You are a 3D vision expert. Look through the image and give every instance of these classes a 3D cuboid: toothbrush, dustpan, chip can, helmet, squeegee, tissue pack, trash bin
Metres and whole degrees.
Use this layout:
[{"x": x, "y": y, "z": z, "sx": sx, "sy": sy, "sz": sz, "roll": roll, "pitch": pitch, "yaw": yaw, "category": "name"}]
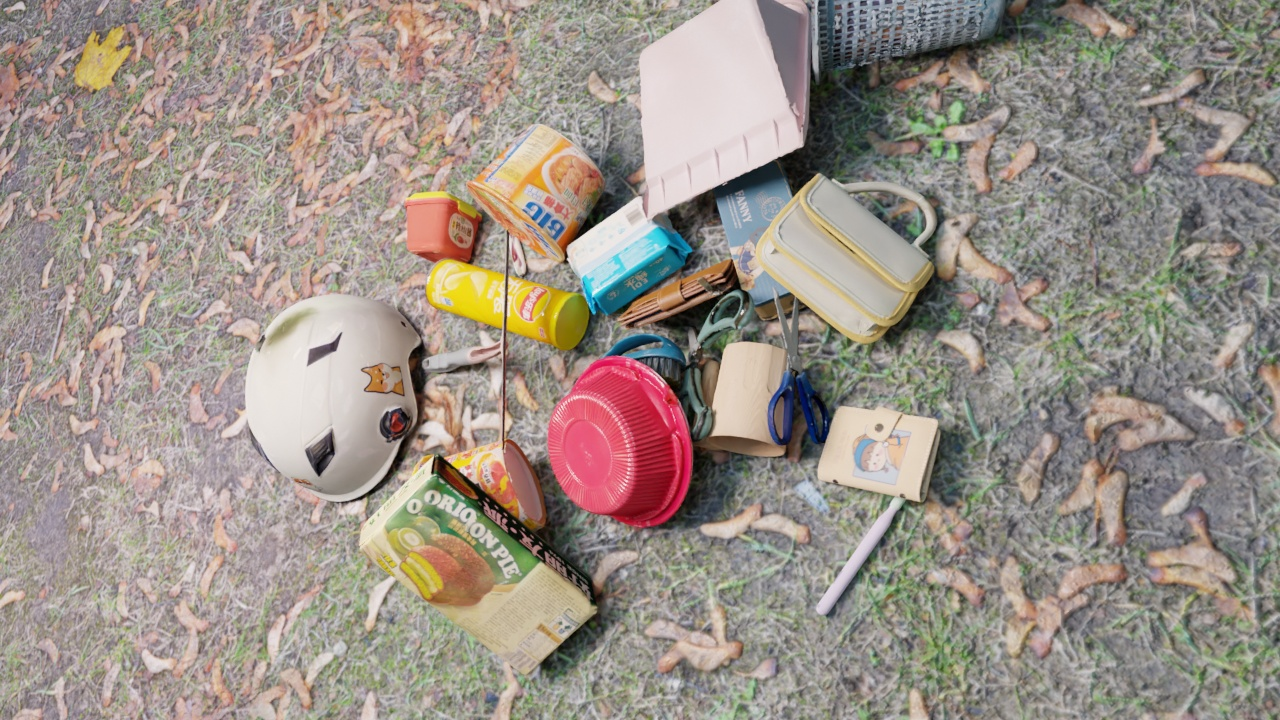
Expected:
[{"x": -0.178, "y": -0.192, "z": 1.222, "sx": 0.016, "sy": 0.017, "sz": 0.187, "roll": -24, "pitch": 64, "yaw": 17, "category": "toothbrush"}, {"x": 0.112, "y": -0.308, "z": 1.066, "sx": 0.223, "sy": 0.138, "sz": 0.273, "roll": -15, "pitch": 77, "yaw": 39, "category": "dustpan"}, {"x": -0.169, "y": -0.074, "z": 1.148, "sx": 0.214, "sy": 0.072, "sz": 0.072, "roll": 18, "pitch": 82, "yaw": 29, "category": "chip can"}, {"x": -0.414, "y": 0.034, "z": 1.179, "sx": 0.230, "sy": 0.157, "sz": 0.273, "roll": 3, "pitch": 75, "yaw": 26, "category": "helmet"}, {"x": -0.206, "y": -0.009, "z": 1.120, "sx": 0.250, "sy": 0.040, "sz": 0.247, "roll": -12, "pitch": 76, "yaw": 54, "category": "squeegee"}, {"x": 0.230, "y": 0.173, "z": 0.913, "sx": 0.021, "sy": 0.029, "sz": 0.189, "roll": 33, "pitch": 90, "yaw": -8, "category": "toothbrush"}, {"x": -0.016, "y": -0.124, "z": 1.098, "sx": 0.140, "sy": 0.063, "sz": 0.090, "roll": -34, "pitch": 60, "yaw": 9, "category": "tissue pack"}, {"x": 0.285, "y": -0.418, "z": 0.986, "sx": 0.195, "sy": 0.226, "sz": 0.226, "roll": 1, "pitch": 74, "yaw": 12, "category": "trash bin"}]

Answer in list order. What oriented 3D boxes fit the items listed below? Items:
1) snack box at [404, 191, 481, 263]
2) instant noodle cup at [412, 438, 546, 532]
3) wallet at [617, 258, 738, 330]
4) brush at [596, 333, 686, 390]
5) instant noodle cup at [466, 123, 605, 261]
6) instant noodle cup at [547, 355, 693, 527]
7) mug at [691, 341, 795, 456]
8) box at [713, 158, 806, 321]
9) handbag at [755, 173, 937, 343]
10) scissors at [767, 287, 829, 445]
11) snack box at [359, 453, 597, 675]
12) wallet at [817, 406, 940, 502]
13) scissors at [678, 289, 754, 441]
[{"x": -0.265, "y": -0.173, "z": 1.218, "sx": 0.082, "sy": 0.091, "sz": 0.080, "roll": 1, "pitch": 81, "yaw": 25, "category": "snack box"}, {"x": -0.179, "y": 0.158, "z": 1.047, "sx": 0.110, "sy": 0.138, "sz": 0.138, "roll": -24, "pitch": 65, "yaw": 7, "category": "instant noodle cup"}, {"x": 0.044, "y": -0.071, "z": 1.031, "sx": 0.131, "sy": 0.119, "sz": 0.035, "roll": -23, "pitch": 95, "yaw": 16, "category": "wallet"}, {"x": -0.006, "y": 0.006, "z": 1.039, "sx": 0.144, "sy": 0.055, "sz": 0.073, "roll": -17, "pitch": 56, "yaw": 45, "category": "brush"}, {"x": -0.122, "y": -0.211, "z": 1.135, "sx": 0.151, "sy": 0.151, "sz": 0.111, "roll": 33, "pitch": 80, "yaw": 30, "category": "instant noodle cup"}, {"x": -0.036, "y": 0.095, "z": 0.987, "sx": 0.194, "sy": 0.065, "sz": 0.194, "roll": 12, "pitch": 108, "yaw": 42, "category": "instant noodle cup"}, {"x": 0.106, "y": 0.044, "z": 0.986, "sx": 0.125, "sy": 0.084, "sz": 0.103, "roll": -9, "pitch": 64, "yaw": 50, "category": "mug"}, {"x": 0.144, "y": -0.141, "z": 1.033, "sx": 0.090, "sy": 0.059, "sz": 0.184, "roll": -22, "pitch": 67, "yaw": 16, "category": "box"}, {"x": 0.231, "y": -0.129, "z": 0.953, "sx": 0.163, "sy": 0.063, "sz": 0.178, "roll": 39, "pitch": 71, "yaw": 3, "category": "handbag"}, {"x": 0.163, "y": 0.014, "z": 0.950, "sx": 0.012, "sy": 0.157, "sz": 0.165, "roll": -12, "pitch": 44, "yaw": 47, "category": "scissors"}, {"x": -0.167, "y": 0.219, "z": 0.971, "sx": 0.114, "sy": 0.240, "sz": 0.063, "roll": -44, "pitch": 20, "yaw": 6, "category": "snack box"}, {"x": 0.240, "y": 0.089, "z": 0.921, "sx": 0.115, "sy": 0.024, "sz": 0.087, "roll": 8, "pitch": 78, "yaw": 45, "category": "wallet"}, {"x": 0.070, "y": 0.011, "z": 0.979, "sx": 0.171, "sy": 0.019, "sz": 0.179, "roll": -39, "pitch": 38, "yaw": 55, "category": "scissors"}]
